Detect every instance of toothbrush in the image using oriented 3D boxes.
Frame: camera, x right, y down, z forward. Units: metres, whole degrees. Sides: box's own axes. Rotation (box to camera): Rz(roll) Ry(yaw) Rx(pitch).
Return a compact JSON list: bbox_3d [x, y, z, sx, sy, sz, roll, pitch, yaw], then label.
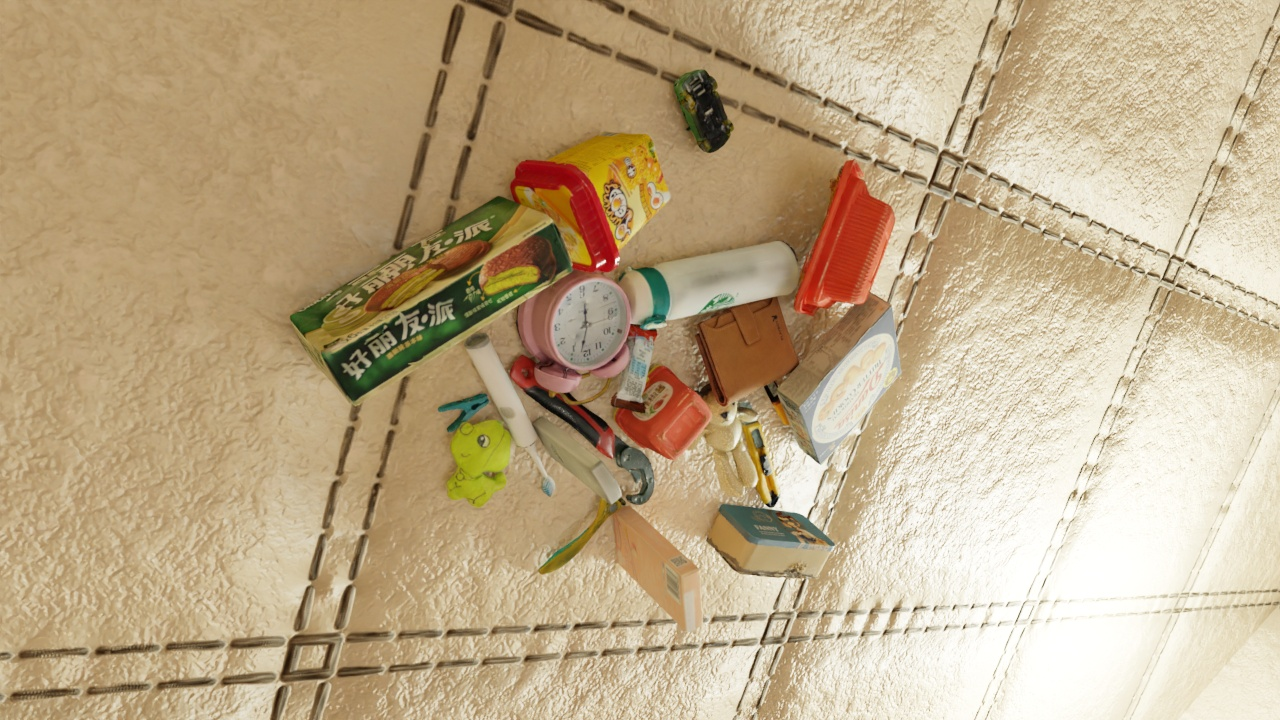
[{"bbox_3d":[-0.135,0.065,0.994,0.026,0.027,0.221,-65,143,-47],"label":"toothbrush"}]

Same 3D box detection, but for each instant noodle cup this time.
[{"bbox_3d":[0.250,-0.136,1.102,0.164,0.079,0.189,-7,116,-71],"label":"instant noodle cup"},{"bbox_3d":[-0.044,-0.164,0.912,0.123,0.116,0.116,-41,127,-29],"label":"instant noodle cup"}]

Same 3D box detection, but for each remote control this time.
[{"bbox_3d":[-0.069,0.106,0.986,0.019,0.135,0.056,-38,125,-18],"label":"remote control"}]

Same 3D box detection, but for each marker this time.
[{"bbox_3d":[0.173,0.040,1.205,0.018,0.015,0.124,-43,125,-15],"label":"marker"}]

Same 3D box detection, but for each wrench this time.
[{"bbox_3d":[-0.059,0.081,1.056,0.273,0.016,0.056,49,63,-37],"label":"wrench"}]

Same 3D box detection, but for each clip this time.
[{"bbox_3d":[-0.184,0.051,0.962,0.055,0.013,0.034,-33,126,-20],"label":"clip"}]

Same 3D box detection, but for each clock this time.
[{"bbox_3d":[-0.065,-0.027,0.977,0.117,0.060,0.159,-18,118,-32],"label":"clock"}]

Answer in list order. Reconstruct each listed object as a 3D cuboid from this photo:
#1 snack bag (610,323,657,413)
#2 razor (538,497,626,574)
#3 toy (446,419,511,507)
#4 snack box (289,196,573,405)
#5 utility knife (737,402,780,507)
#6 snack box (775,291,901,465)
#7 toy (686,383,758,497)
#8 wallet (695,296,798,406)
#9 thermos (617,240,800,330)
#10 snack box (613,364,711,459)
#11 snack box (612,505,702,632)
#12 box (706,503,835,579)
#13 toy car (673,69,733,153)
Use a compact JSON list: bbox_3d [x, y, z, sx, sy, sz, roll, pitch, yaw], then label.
[{"bbox_3d":[-0.006,0.006,1.040,0.048,0.026,0.104,15,79,-30],"label":"snack bag"},{"bbox_3d":[-0.072,0.209,1.100,0.132,0.028,0.043,-46,131,-8],"label":"razor"},{"bbox_3d":[-0.171,0.108,0.983,0.096,0.031,0.100,31,93,-45],"label":"toy"},{"bbox_3d":[-0.191,-0.061,0.844,0.239,0.114,0.063,-34,124,-18],"label":"snack box"},{"bbox_3d":[0.159,0.128,1.230,0.033,0.015,0.190,-35,125,-22],"label":"utility knife"},{"bbox_3d":[0.267,0.027,1.211,0.177,0.046,0.182,-47,146,-10],"label":"snack box"},{"bbox_3d":[0.108,0.099,1.150,0.105,0.066,0.157,-21,114,-6],"label":"toy"},{"bbox_3d":[0.130,-0.017,1.115,0.131,0.031,0.108,-23,99,-35],"label":"wallet"},{"bbox_3d":[0.077,-0.086,1.048,0.223,0.073,0.073,-14,117,-29],"label":"thermos"},{"bbox_3d":[0.030,0.065,1.073,0.091,0.080,0.082,-49,129,-8],"label":"snack box"},{"bbox_3d":[0.019,0.245,1.092,0.026,0.157,0.084,-19,120,-26],"label":"snack box"},{"bbox_3d":[0.172,0.246,1.243,0.184,0.090,0.063,15,107,-39],"label":"box"},{"bbox_3d":[0.067,-0.267,0.985,0.043,0.036,0.091,-41,126,-16],"label":"toy car"}]
